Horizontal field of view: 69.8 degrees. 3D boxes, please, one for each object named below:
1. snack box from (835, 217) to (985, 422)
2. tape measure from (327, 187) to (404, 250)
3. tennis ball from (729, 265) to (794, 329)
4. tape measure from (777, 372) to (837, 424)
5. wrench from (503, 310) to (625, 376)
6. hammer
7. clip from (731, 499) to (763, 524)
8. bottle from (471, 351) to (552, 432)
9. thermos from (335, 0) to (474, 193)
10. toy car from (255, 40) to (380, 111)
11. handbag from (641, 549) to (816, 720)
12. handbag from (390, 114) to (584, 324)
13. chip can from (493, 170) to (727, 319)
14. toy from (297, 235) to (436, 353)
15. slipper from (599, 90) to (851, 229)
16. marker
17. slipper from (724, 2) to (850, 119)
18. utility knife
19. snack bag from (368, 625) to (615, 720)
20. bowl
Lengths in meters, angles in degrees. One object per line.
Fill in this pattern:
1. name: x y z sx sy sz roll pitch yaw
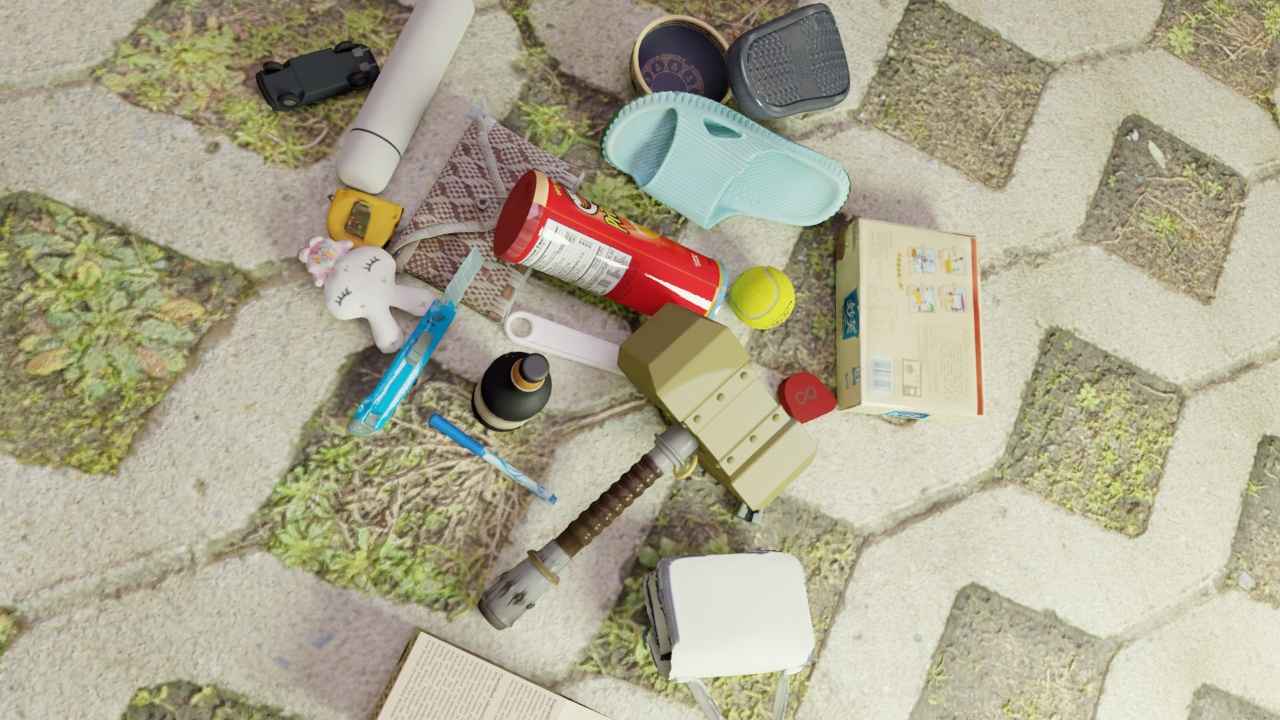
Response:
1. snack box: 0.293 -0.042 1.000 0.153 0.055 0.207 6 77 -16
2. tape measure: -0.264 -0.128 0.862 0.068 0.030 0.058 18 72 -12
3. tennis ball: 0.126 -0.065 0.948 0.065 0.065 0.065 4 78 -16
4. tape measure: 0.174 0.038 0.967 0.058 0.019 0.051 -19 83 -27
5. wrench: -0.006 0.005 0.921 0.273 0.018 0.066 19 74 -11
6. hammer: -0.018 0.122 0.840 0.324 0.101 0.190 -42 115 -6
7. clip: 0.119 0.128 0.930 0.043 0.023 0.075 25 74 -12
8. bottle: -0.108 0.023 0.797 0.059 0.182 0.059 4 78 -17
9. thermos: -0.228 -0.264 0.889 0.052 0.052 0.223 24 73 -11
10. toy car: -0.306 -0.270 0.876 0.112 0.034 0.046 -25 87 -21
11. handbag: 0.084 0.271 0.852 0.151 0.074 0.175 1 60 -19
12. handbag: -0.147 -0.140 0.892 0.124 0.047 0.185 29 73 -9
13. chip can: -0.026 -0.099 0.874 0.213 0.087 0.087 21 73 -27
14. toy: -0.253 -0.068 0.836 0.125 0.037 0.076 42 82 -16
15. slipper: 0.094 -0.193 0.943 0.276 0.116 0.069 15 39 -18
16. marker: -0.137 0.093 0.864 0.142 0.013 0.013 35 71 -7
17. slipper: 0.148 -0.308 0.984 0.267 0.083 0.111 -37 109 -49
18. utility knife: -0.203 -0.016 0.844 0.031 0.015 0.206 35 82 -32
19. snack bag: -0.121 0.319 0.791 0.206 0.070 0.094 29 72 -10
20. bowl: 0.038 -0.298 0.972 0.112 0.061 0.112 3 78 -16
